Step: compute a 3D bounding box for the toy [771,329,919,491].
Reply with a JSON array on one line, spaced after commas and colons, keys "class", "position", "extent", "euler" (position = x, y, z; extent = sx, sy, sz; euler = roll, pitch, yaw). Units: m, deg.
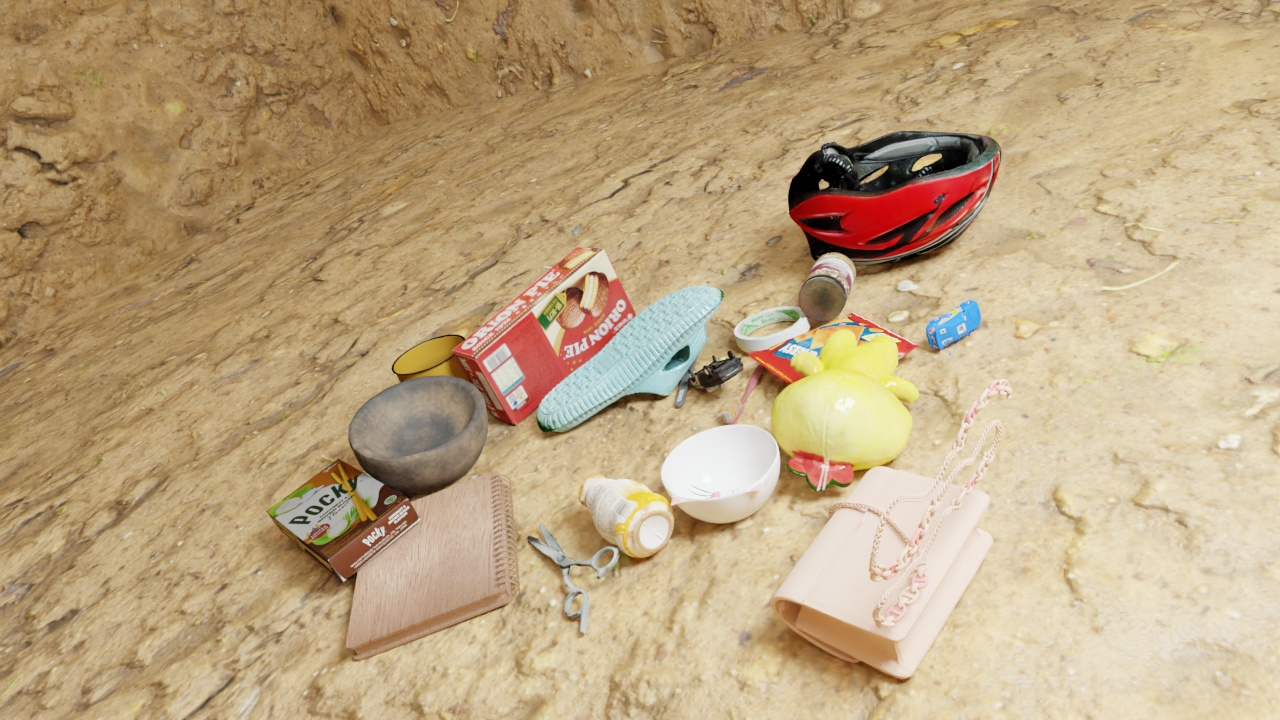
[{"class": "toy", "position": [0.200, 0.037, 0.896], "extent": [0.134, 0.092, 0.207], "euler": [8, 33, 21]}]

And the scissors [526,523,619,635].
[{"class": "scissors", "position": [-0.076, 0.200, 0.862], "extent": [0.160, 0.014, 0.120], "euler": [-11, 42, 43]}]

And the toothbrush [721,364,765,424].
[{"class": "toothbrush", "position": [0.134, 0.016, 1.062], "extent": [0.015, 0.016, 0.183], "euler": [-4, 29, 33]}]

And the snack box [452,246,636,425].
[{"class": "snack box", "position": [-0.119, -0.036, 1.189], "extent": [0.235, 0.113, 0.060], "euler": [-43, 34, -25]}]

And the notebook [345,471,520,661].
[{"class": "notebook", "position": [-0.208, 0.200, 0.942], "extent": [0.169, 0.022, 0.210], "euler": [-21, 27, 0]}]

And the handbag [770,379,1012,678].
[{"class": "handbag", "position": [0.178, 0.104, 0.679], "extent": [0.117, 0.187, 0.198], "euler": [18, 49, 40]}]

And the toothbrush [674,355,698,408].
[{"class": "toothbrush", "position": [0.062, 0.008, 1.129], "extent": [0.013, 0.013, 0.167], "euler": [-9, 31, 20]}]

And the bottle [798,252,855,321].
[{"class": "bottle", "position": [0.232, -0.092, 1.134], "extent": [0.056, 0.056, 0.105], "euler": [-6, 22, 24]}]

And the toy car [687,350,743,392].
[{"class": "toy car", "position": [0.088, 0.016, 1.055], "extent": [0.040, 0.037, 0.092], "euler": [-30, 4, -17]}]

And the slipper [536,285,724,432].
[{"class": "slipper", "position": [-0.007, 0.007, 1.121], "extent": [0.276, 0.069, 0.116], "euler": [-38, 28, -4]}]

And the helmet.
[{"class": "helmet", "position": [0.330, -0.217, 1.194], "extent": [0.272, 0.167, 0.217], "euler": [-13, 28, 14]}]

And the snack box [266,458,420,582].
[{"class": "snack box", "position": [-0.334, 0.172, 1.023], "extent": [0.100, 0.032, 0.186], "euler": [-39, 31, -28]}]

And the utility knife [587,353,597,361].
[{"class": "utility knife", "position": [-0.112, -0.011, 1.275], "extent": [0.149, 0.015, 0.022], "euler": [8, 45, 46]}]

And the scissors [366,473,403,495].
[{"class": "scissors", "position": [-0.341, 0.160, 1.111], "extent": [0.174, 0.013, 0.170], "euler": [-23, 28, -8]}]

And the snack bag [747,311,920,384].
[{"class": "snack bag", "position": [0.213, -0.008, 1.025], "extent": [0.144, 0.039, 0.131], "euler": [-22, 26, -13]}]

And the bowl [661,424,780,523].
[{"class": "bowl", "position": [0.081, 0.115, 0.874], "extent": [0.115, 0.051, 0.114], "euler": [-16, 27, 8]}]

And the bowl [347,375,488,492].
[{"class": "bowl", "position": [-0.258, 0.092, 1.093], "extent": [0.162, 0.070, 0.162], "euler": [-6, 35, 4]}]

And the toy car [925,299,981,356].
[{"class": "toy car", "position": [0.344, -0.031, 0.981], "extent": [0.092, 0.033, 0.062], "euler": [-28, 21, -15]}]

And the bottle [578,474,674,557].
[{"class": "bottle", "position": [-0.017, 0.143, 0.874], "extent": [0.063, 0.063, 0.109], "euler": [-32, 30, -23]}]

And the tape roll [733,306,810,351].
[{"class": "tape roll", "position": [0.162, -0.040, 1.132], "extent": [0.094, 0.018, 0.093], "euler": [-17, 21, 7]}]

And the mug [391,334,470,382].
[{"class": "mug", "position": [-0.268, 0.037, 1.200], "extent": [0.101, 0.094, 0.123], "euler": [8, 37, 44]}]
